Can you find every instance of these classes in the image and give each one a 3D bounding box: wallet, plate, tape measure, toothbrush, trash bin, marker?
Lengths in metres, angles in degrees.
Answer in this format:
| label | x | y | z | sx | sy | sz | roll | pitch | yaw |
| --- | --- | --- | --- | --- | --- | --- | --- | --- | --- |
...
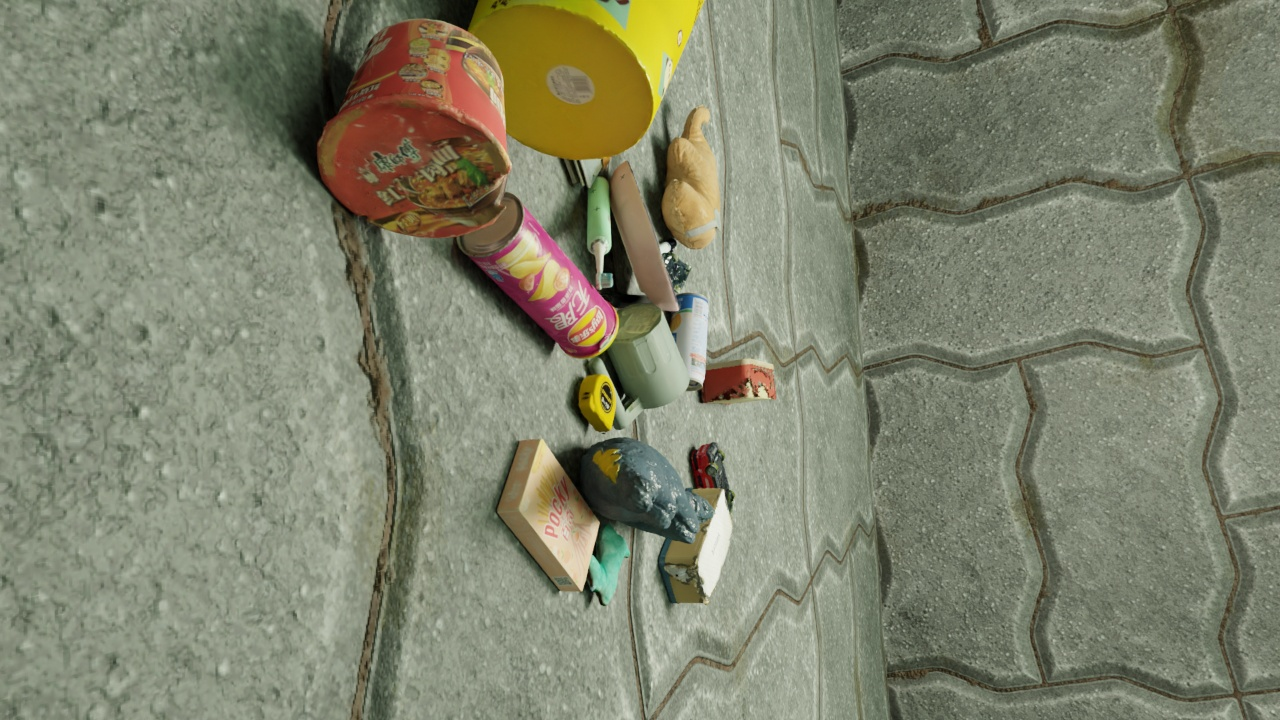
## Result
| label | x | y | z | sx | sy | sz | roll | pitch | yaw |
| --- | --- | --- | --- | --- | --- | --- | --- | --- | --- |
| wallet | -0.059 | -0.271 | 1.068 | 0.129 | 0.037 | 0.107 | -66 | 144 | -50 |
| plate | -0.001 | -0.146 | 1.121 | 0.192 | 0.039 | 0.192 | -16 | 87 | -88 |
| tape measure | -0.051 | 0.045 | 1.033 | 0.060 | 0.029 | 0.057 | 58 | 35 | -48 |
| toothbrush | -0.045 | -0.142 | 1.007 | 0.224 | 0.027 | 0.026 | -94 | 177 | -52 |
| trash bin | -0.047 | -0.352 | 0.890 | 0.230 | 0.230 | 0.254 | 57 | 41 | -49 |
| marker | -0.016 | -0.075 | 1.154 | 0.022 | 0.020 | 0.131 | -53 | 163 | 15 |
| marker | 0.025 | -0.150 | 1.277 | 0.130 | 0.018 | 0.023 | -43 | 134 | -63 |

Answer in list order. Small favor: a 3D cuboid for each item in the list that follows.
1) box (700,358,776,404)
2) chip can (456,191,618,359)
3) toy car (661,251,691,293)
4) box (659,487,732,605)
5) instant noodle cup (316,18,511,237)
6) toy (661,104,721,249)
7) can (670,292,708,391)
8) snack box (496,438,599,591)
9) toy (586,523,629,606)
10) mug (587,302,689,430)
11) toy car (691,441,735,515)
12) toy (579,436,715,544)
| label | x | y | z | sx | sy | sz | roll | pitch | yaw |
| --- | --- | --- | --- | --- | --- | --- | --- | --- | --- |
| box | 0.161 | 0.044 | 1.474 | 0.168 | 0.091 | 0.077 | 8 | 75 | -67 |
| chip can | -0.095 | -0.077 | 0.894 | 0.210 | 0.071 | 0.071 | 48 | 43 | -56 |
| toy car | 0.042 | -0.125 | 1.281 | 0.043 | 0.034 | 0.090 | -62 | 157 | 2 |
| box | 0.082 | 0.252 | 1.284 | 0.183 | 0.060 | 0.090 | -60 | 140 | -58 |
| instant noodle cup | -0.162 | -0.176 | 0.683 | 0.138 | 0.138 | 0.108 | 55 | 28 | -51 |
| toy | 0.079 | -0.268 | 1.352 | 0.143 | 0.082 | 0.225 | 66 | 26 | -55 |
| can | 0.068 | -0.026 | 1.307 | 0.053 | 0.053 | 0.134 | 46 | 44 | -57 |
| snack box | -0.088 | 0.158 | 0.920 | 0.157 | 0.026 | 0.084 | 63 | 30 | -43 |
| toy | -0.040 | 0.224 | 1.023 | 0.096 | 0.030 | 0.091 | 58 | 32 | -39 |
| mug | -0.007 | 0.006 | 1.101 | 0.123 | 0.084 | 0.103 | -46 | 131 | -30 |
| toy car | 0.109 | 0.182 | 1.377 | 0.052 | 0.045 | 0.120 | -45 | 121 | -60 |
| toy | 0.003 | 0.142 | 1.012 | 0.091 | 0.138 | 0.356 | -61 | 159 | -5 |
